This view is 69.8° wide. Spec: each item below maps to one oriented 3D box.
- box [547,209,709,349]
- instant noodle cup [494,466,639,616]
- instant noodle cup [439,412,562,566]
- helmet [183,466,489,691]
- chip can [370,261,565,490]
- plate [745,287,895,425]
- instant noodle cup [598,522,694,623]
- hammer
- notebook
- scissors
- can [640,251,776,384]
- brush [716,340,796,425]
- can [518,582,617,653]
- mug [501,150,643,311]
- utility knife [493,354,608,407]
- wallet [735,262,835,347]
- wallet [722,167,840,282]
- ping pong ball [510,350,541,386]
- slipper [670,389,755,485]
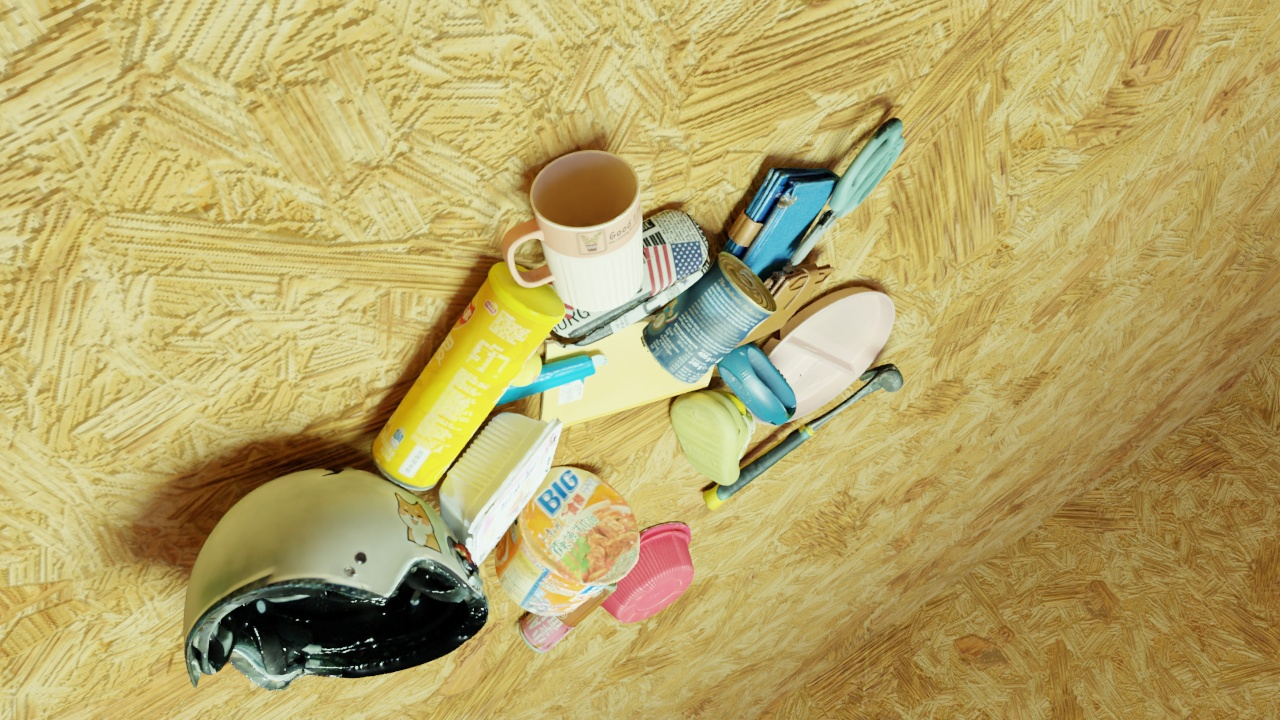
[{"bbox_3d":[-0.016,-0.076,0.819,0.163,0.076,0.087,-28,127,-8],"label":"box"},{"bbox_3d":[-0.091,0.213,1.046,0.151,0.151,0.112,-6,146,-40],"label":"instant noodle cup"},{"bbox_3d":[-0.143,0.120,0.892,0.137,0.060,0.174,-53,172,-27],"label":"instant noodle cup"},{"bbox_3d":[-0.268,0.183,0.813,0.230,0.156,0.274,-27,153,14],"label":"helmet"},{"bbox_3d":[-0.151,0.017,0.790,0.072,0.072,0.214,10,126,-50],"label":"chip can"},{"bbox_3d":[0.224,-0.006,1.166,0.229,0.028,0.230,-24,146,-18],"label":"plate"},{"bbox_3d":[0.009,0.324,1.357,0.193,0.066,0.194,-24,145,-18],"label":"instant noodle cup"},{"bbox_3d":[0.222,0.106,1.275,0.324,0.032,0.126,-37,178,13],"label":"hammer"},{"bbox_3d":[-0.006,0.006,0.956,0.206,0.010,0.146,-15,144,-21],"label":"notebook"},{"bbox_3d":[0.211,-0.162,0.930,0.186,0.019,0.129,-56,161,24],"label":"scissors"},{"bbox_3d":[0.063,-0.038,0.870,0.111,0.075,0.075,-44,148,24],"label":"can"},{"bbox_3d":[0.136,0.030,1.051,0.055,0.073,0.144,-33,130,12],"label":"brush"},{"bbox_3d":[-0.101,0.342,1.279,0.147,0.058,0.058,-44,148,13],"label":"can"},{"bbox_3d":[-0.053,-0.094,0.731,0.114,0.081,0.106,-25,148,-12],"label":"mug"},{"bbox_3d":[-0.103,0.020,0.878,0.159,0.018,0.034,-16,141,-19],"label":"utility knife"},{"bbox_3d":[0.145,-0.061,0.977,0.108,0.031,0.131,-49,165,30],"label":"wallet"},{"bbox_3d":[0.131,-0.130,0.903,0.106,0.040,0.133,-13,142,-47],"label":"wallet"},{"bbox_3d":[-0.111,0.004,0.841,0.040,0.040,0.040,-25,147,-18],"label":"ping pong ball"},{"bbox_3d":[0.093,0.083,1.118,0.081,0.092,0.191,-53,155,-23],"label":"slipper"}]
